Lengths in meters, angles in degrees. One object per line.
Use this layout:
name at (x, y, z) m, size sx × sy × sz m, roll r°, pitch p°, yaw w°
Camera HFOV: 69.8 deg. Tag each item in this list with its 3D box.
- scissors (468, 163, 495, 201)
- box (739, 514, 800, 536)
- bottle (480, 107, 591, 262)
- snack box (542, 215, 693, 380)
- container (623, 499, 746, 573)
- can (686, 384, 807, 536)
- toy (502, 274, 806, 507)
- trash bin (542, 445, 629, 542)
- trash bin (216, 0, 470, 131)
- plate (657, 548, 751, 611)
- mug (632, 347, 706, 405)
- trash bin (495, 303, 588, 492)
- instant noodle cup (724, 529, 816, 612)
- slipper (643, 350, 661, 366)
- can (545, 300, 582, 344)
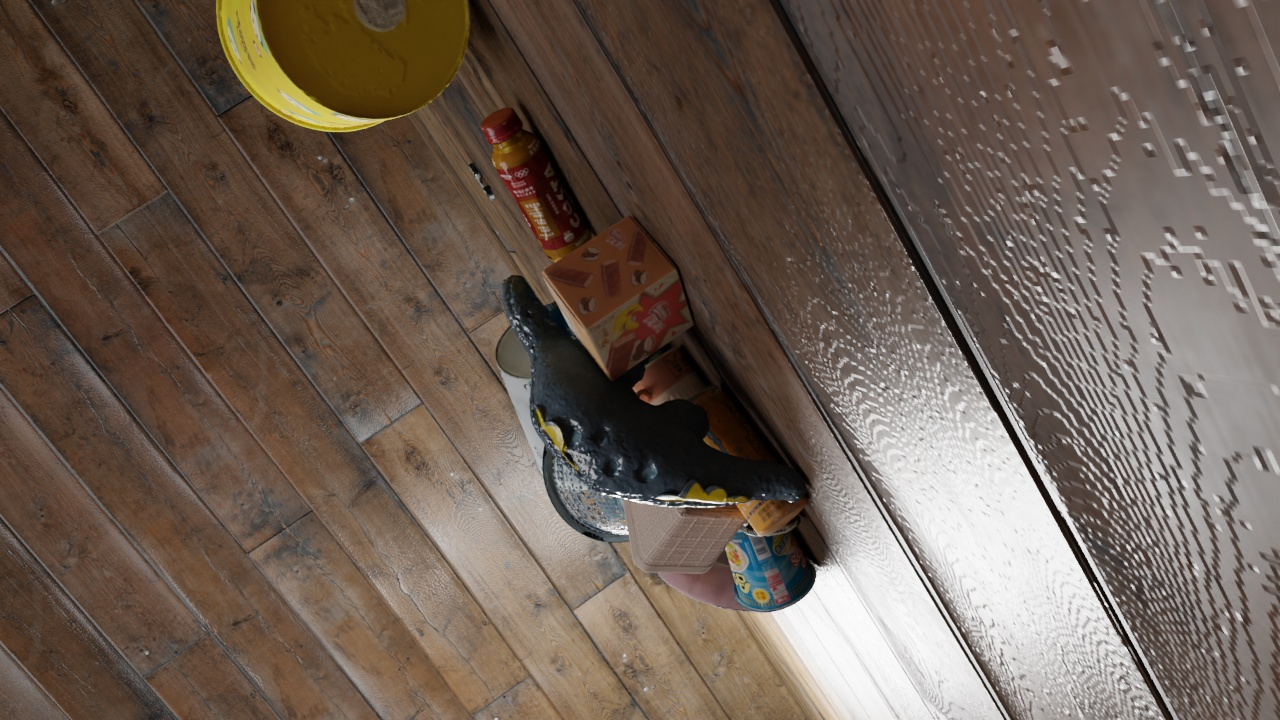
scissors at (-0.332, -0.373, 1.908) m, size 0.165 × 0.014 × 0.163 m, roll 54°, pitch 176°, yaw 35°
box at (0.108, 0.131, 0.983) m, size 0.163 × 0.076 × 0.086 m, roll -134°, pitch 28°, yaw -71°
bottle at (-0.114, -0.190, 1.000) m, size 0.175 × 0.057 × 0.057 m, roll 60°, pitch 172°, yaw -35°
snack box at (-0.018, -0.054, 0.808) m, size 0.077 × 0.094 × 0.093 m, roll 52°, pitch 172°, yaw 31°
container at (0.047, 0.151, 0.933) m, size 0.111 × 0.090 × 0.089 m, roll 120°, pitch 148°, yaw -45°
can at (0.095, 0.095, 0.883) m, size 0.146 × 0.058 × 0.058 m, roll 53°, pitch 173°, yaw 22°
toy at (-0.022, 0.050, 0.849) m, size 0.356 × 0.137 × 0.091 m, roll 38°, pitch 159°, yaw 17°
trash bin at (0.007, 0.139, 1.200) m, size 0.226 × 0.226 × 0.195 m, roll 57°, pitch 161°, yaw -11°
trash bin at (-0.289, -0.336, 0.901) m, size 0.230 × 0.229 × 0.255 m, roll 59°, pitch 167°, yaw -27°
plate at (0.113, 0.254, 1.176) m, size 0.192 × 0.192 × 0.039 m, roll -137°, pitch 54°, yaw -64°
mug at (0.032, 0.054, 0.966) m, size 0.106 × 0.082 × 0.114 m, roll 53°, pitch -153°, yaw 7°
trash bin at (-0.112, 0.052, 1.532) m, size 0.229 × 0.229 × 0.252 m, roll 49°, pitch 165°, yaw 49°
instant noodle cup at (0.137, 0.214, 1.047) m, size 0.110 × 0.099 × 0.099 m, roll 67°, pitch 170°, yaw -22°
slipper at (-0.007, 0.006, 1.107) m, size 0.110 × 0.083 × 0.267 m, roll 52°, pitch -164°, yaw -13°
can at (-0.085, -0.055, 1.226) m, size 0.075 × 0.111 × 0.075 m, roll 55°, pitch 176°, yaw 6°
